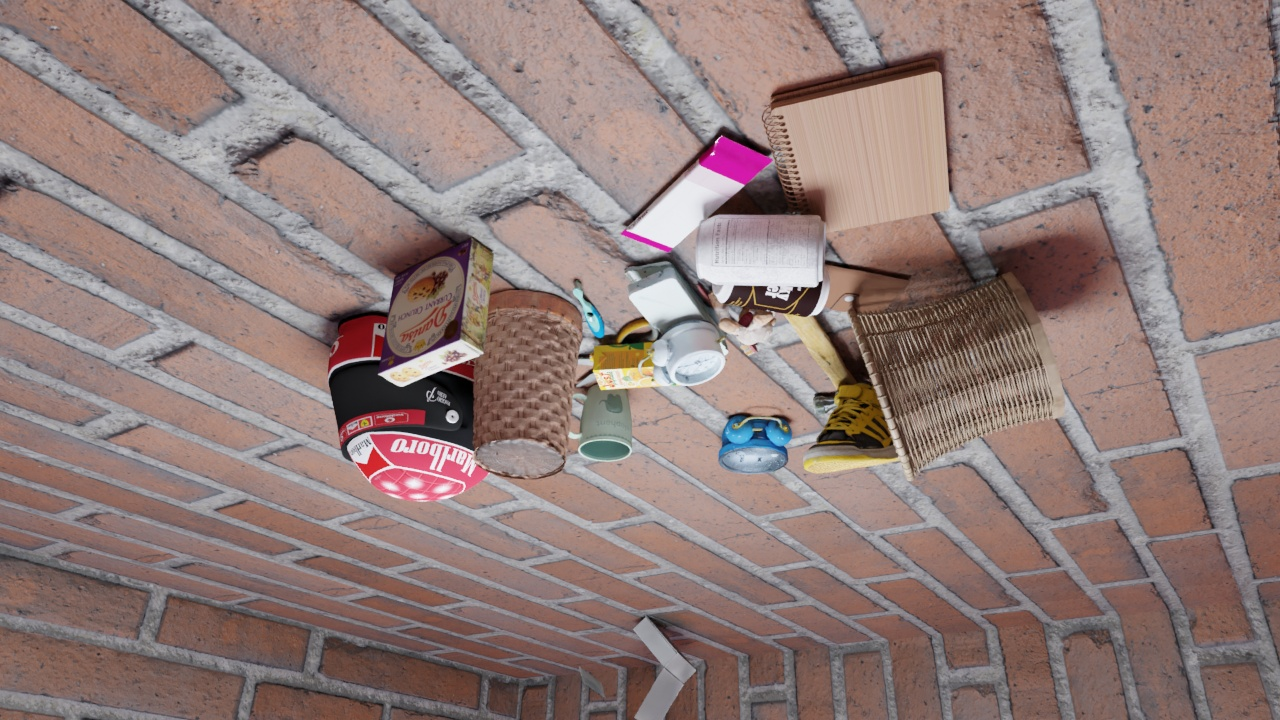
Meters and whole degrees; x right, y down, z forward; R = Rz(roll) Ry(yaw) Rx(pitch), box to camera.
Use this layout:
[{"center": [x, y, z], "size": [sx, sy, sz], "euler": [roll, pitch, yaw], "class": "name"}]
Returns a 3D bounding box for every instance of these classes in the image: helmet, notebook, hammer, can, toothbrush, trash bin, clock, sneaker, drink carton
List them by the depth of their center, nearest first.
[{"center": [0.227, -0.209, 0.950], "size": [0.169, 0.022, 0.210], "euler": [-9, 149, 17], "class": "notebook"}, {"center": [0.134, -0.122, 1.015], "size": [0.136, 0.078, 0.078], "euler": [3, 152, 14], "class": "can"}, {"center": [0.156, -0.095, 1.107], "size": [0.128, 0.071, 0.072], "euler": [9, 150, -13], "class": "can"}, {"center": [0.053, -0.006, 1.188], "size": [0.117, 0.057, 0.083], "euler": [-16, 146, -3], "class": "clock"}, {"center": [-0.156, 0.033, 1.210], "size": [0.151, 0.209, 0.151], "euler": [1, 150, 0], "class": "trash bin"}, {"center": [-0.069, -0.067, 1.229], "size": [0.022, 0.017, 0.135], "euler": [-5, 153, 10], "class": "toothbrush"}, {"center": [0.116, -0.054, 1.240], "size": [0.016, 0.015, 0.184], "euler": [-23, 142, 20], "class": "toothbrush"}, {"center": [0.298, 0.089, 1.283], "size": [0.086, 0.122, 0.238], "euler": [-22, 164, 37], "class": "sneaker"}, {"center": [-0.008, 0.008, 1.294], "size": [0.122, 0.041, 0.058], "euler": [-3, 150, 9], "class": "drink carton"}, {"center": [-0.314, 0.083, 1.296], "size": [0.270, 0.224, 0.198], "euler": [21, 146, -33], "class": "helmet"}, {"center": [0.267, -0.004, 1.296], "size": [0.132, 0.033, 0.330], "euler": [-12, 150, 24], "class": "hammer"}, {"center": [0.192, 0.137, 1.535], "size": [0.117, 0.060, 0.162], "euler": [6, 149, -5], "class": "clock"}]

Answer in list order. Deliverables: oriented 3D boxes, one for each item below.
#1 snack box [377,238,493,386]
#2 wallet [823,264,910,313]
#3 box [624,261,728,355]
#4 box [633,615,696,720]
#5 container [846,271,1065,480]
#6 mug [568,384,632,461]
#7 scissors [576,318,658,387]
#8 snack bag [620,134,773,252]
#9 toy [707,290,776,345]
[{"center": [-0.248, -0.057, 1.116], "size": [0.144, 0.147, 0.040], "euler": [-19, 145, 32], "class": "snack box"}, {"center": [0.270, -0.088, 1.173], "size": [0.121, 0.013, 0.088], "euler": [9, 150, -13], "class": "wallet"}, {"center": [0.052, -0.059, 1.199], "size": [0.085, 0.070, 0.199], "euler": [6, 156, 33], "class": "box"}, {"center": [0.070, 0.948, 2.620], "size": [0.150, 0.411, 0.167], "euler": [-14, 141, 18], "class": "box"}, {"center": [0.388, 0.011, 1.138], "size": [0.196, 0.226, 0.227], "euler": [-20, 146, 13], "class": "container"}, {"center": [-0.067, 0.090, 1.416], "size": [0.111, 0.103, 0.084], "euler": [10, 150, -17], "class": "mug"}, {"center": [-0.021, -0.004, 1.334], "size": [0.225, 0.016, 0.226], "euler": [4, 150, -4], "class": "scissors"}, {"center": [0.058, -0.180, 1.017], "size": [0.070, 0.016, 0.197], "euler": [18, 147, -27], "class": "snack bag"}, {"center": [0.149, -0.058, 1.192], "size": [0.085, 0.074, 0.106], "euler": [-28, 148, 16], "class": "toy"}]
